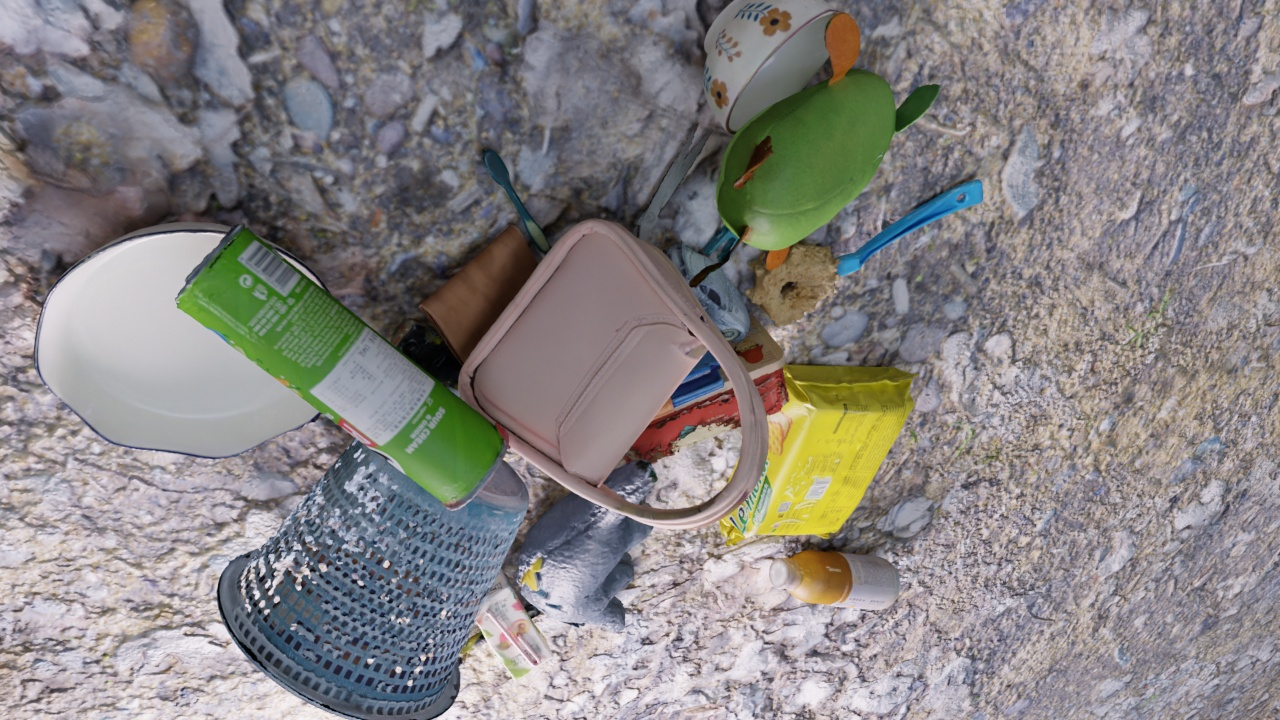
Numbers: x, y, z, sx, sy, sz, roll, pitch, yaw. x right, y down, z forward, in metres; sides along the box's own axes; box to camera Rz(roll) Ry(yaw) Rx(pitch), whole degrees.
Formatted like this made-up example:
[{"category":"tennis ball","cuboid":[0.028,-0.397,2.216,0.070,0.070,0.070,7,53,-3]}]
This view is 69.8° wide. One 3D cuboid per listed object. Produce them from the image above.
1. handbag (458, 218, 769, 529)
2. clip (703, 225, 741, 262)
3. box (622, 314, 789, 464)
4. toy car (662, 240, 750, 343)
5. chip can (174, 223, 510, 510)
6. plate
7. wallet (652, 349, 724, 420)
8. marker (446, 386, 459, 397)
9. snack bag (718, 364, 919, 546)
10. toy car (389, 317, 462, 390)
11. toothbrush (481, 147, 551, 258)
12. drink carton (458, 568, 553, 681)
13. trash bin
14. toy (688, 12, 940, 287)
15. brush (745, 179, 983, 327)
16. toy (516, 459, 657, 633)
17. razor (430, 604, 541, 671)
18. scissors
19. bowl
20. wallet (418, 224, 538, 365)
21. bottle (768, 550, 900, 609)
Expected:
[{"category":"handbag","cuboid":[-0.007,0.026,0.699,0.193,0.234,0.093,-53,157,13]},{"category":"clip","cuboid":[0.081,-0.111,0.813,0.041,0.014,0.056,27,114,-38]},{"category":"box","cuboid":[0.050,0.034,0.861,0.168,0.091,0.079,-22,129,-7]},{"category":"toy car","cuboid":[0.062,-0.060,0.812,0.037,0.054,0.120,-27,140,27]},{"category":"chip can","cuboid":[-0.200,0.008,0.634,0.072,0.072,0.236,-43,112,12]},{"category":"plate","cuboid":[-0.327,-0.015,0.684,0.204,0.045,0.205,-13,131,-15]},{"category":"wallet","cuboid":[-0.005,0.005,0.806,0.133,0.106,0.040,-23,146,-7]},{"category":"marker","cuboid":[-0.148,0.032,0.819,0.130,0.018,0.023,3,168,-28]},{"category":"snack bag","cuboid":[0.190,0.109,1.000,0.157,0.068,0.247,1,126,-25]},{"category":"toy car","cuboid":[-0.167,-0.006,0.769,0.042,0.035,0.090,-47,139,15]},{"category":"toothbrush","cuboid":[-0.083,-0.098,0.750,0.016,0.018,0.192,-37,135,-8]},{"category":"drink carton","cuboid":[-0.143,0.287,0.989,0.053,0.045,0.122,-30,121,-10]},{"category":"trash bin","cuboid":[-0.204,0.157,0.782,0.226,0.226,0.195,29,98,-38]},{"category":"toy","cuboid":[0.125,-0.153,0.706,0.246,0.090,0.228,-37,155,-35]},{"category":"brush","cuboid":[0.212,-0.108,0.862,0.254,0.046,0.083,-27,128,-7]},{"category":"toy","cuboid":[-0.056,0.201,0.931,0.137,0.091,0.357,-3,142,-13]},{"category":"razor","cuboid":[-0.174,0.310,1.026,0.142,0.022,0.043,-31,122,-8]},{"category":"scissors","cuboid":[0.001,-0.118,0.765,0.145,0.014,0.173,-20,137,-22]},{"category":"bowl","cuboid":[0.087,-0.229,0.675,0.113,0.062,0.113,-40,171,-8]},{"category":"wallet","cuboid":[-0.116,-0.038,0.756,0.101,0.020,0.115,-44,138,-18]},{"category":"bottle","cuboid":[0.244,0.274,1.154,0.189,0.068,0.068,14,119,-32]}]
